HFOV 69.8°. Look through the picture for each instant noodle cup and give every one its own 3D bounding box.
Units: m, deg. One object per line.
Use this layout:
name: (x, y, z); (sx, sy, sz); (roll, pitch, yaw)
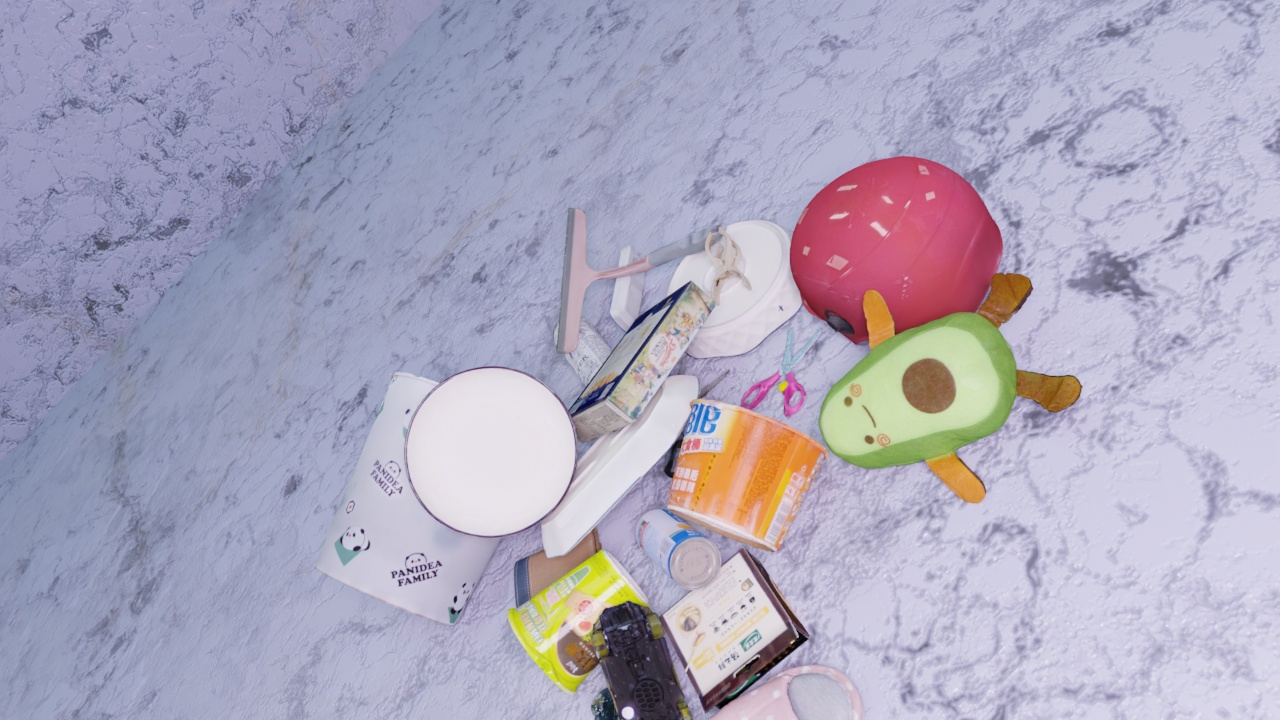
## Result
instant noodle cup: (-0.059, 0.267, 0.968); (0.123, 0.112, 0.111); (-41, 39, -4)
instant noodle cup: (0.100, 0.118, 0.921); (0.152, 0.151, 0.111); (10, 73, 46)

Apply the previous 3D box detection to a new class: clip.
clip: (0.106, -0.118, 1.128); (0.070, 0.034, 0.099); (-23, 49, 25)

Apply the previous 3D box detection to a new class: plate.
plate: (-0.032, 0.113, 1.044); (0.266, 0.034, 0.161); (-47, 11, 16)
plate: (0.117, -0.097, 1.163); (0.205, 0.045, 0.204); (-24, 43, 25)
plate: (-0.168, 0.103, 1.038); (0.192, 0.192, 0.039); (-55, 3, -10)

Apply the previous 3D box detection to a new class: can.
can: (0.035, 0.191, 0.946); (0.053, 0.053, 0.135); (-52, 15, -7)
can: (-0.069, -0.006, 1.240); (0.058, 0.058, 0.146); (-44, 39, 3)

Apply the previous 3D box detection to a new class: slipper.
slipper: (0.076, 0.363, 0.798); (0.274, 0.054, 0.114); (-41, 39, 7)

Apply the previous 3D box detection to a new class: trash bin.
trash bin: (-0.262, 0.175, 1.141); (0.230, 0.229, 0.251); (7, 67, 45)

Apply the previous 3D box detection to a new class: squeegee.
squeegee: (0.007, -0.135, 1.228); (0.250, 0.040, 0.247); (-15, 55, 27)

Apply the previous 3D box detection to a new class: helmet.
helmet: (0.253, -0.133, 0.982); (0.240, 0.144, 0.206); (15, 69, 42)

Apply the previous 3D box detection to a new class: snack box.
snack box: (0.090, 0.261, 0.874); (0.113, 0.053, 0.125); (-41, 39, 6)
snack box: (-0.006, 0.006, 1.083); (0.182, 0.046, 0.178); (-54, 10, -23)

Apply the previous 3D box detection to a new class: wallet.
wallet: (-0.093, 0.252, 1.065); (0.115, 0.033, 0.090); (-30, 44, 18)

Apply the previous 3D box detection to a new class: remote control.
remote control: (-0.015, -0.099, 1.280); (0.024, 0.049, 0.124); (-16, 48, 29)

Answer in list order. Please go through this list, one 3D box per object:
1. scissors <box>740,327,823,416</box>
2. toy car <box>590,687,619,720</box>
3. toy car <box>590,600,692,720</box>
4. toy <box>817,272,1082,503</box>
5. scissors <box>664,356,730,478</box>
scissors: (0.160, 0.014, 1.053); (0.119, 0.017, 0.133); (-22, 41, 33)
toy car: (-0.024, 0.367, 0.902); (0.043, 0.034, 0.090); (-22, 46, 24)
toy car: (0.001, 0.311, 0.886); (0.070, 0.042, 0.158); (-16, 65, -8)
toy: (0.273, 0.027, 0.868); (0.247, 0.090, 0.226); (-33, 63, 27)
scissors: (0.038, 0.068, 1.120); (0.160, 0.014, 0.178); (-16, 46, 31)
